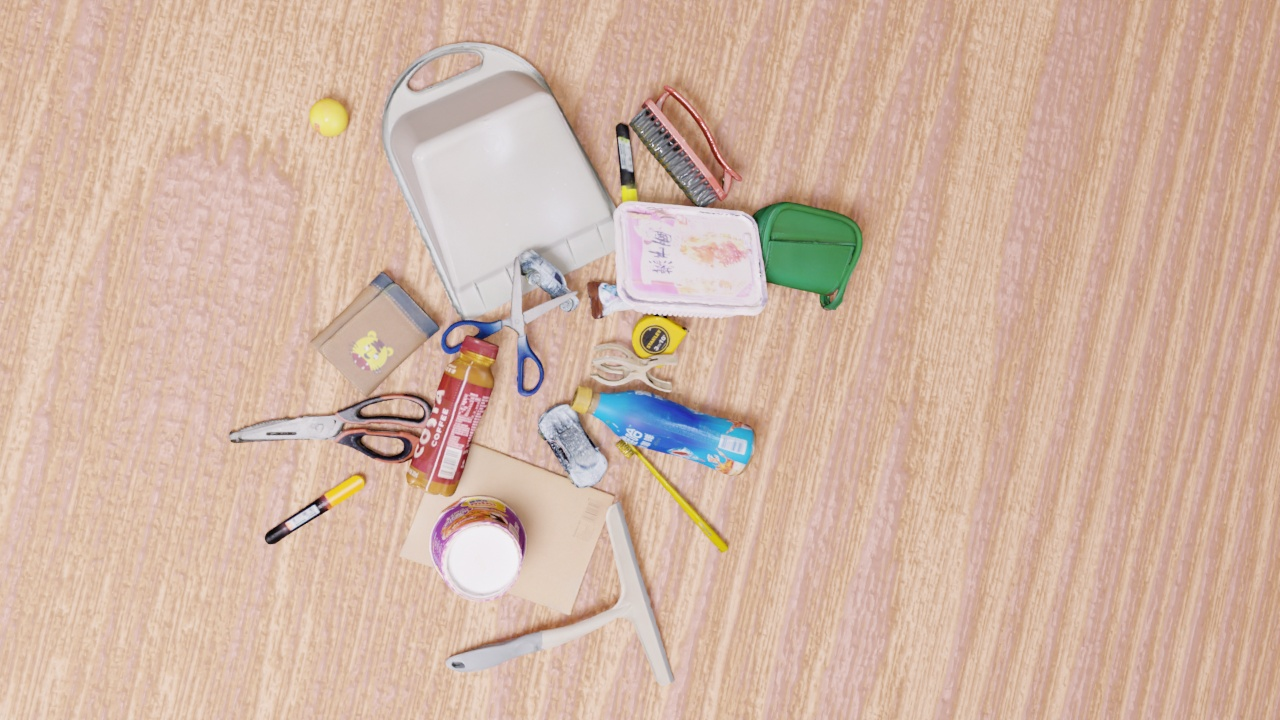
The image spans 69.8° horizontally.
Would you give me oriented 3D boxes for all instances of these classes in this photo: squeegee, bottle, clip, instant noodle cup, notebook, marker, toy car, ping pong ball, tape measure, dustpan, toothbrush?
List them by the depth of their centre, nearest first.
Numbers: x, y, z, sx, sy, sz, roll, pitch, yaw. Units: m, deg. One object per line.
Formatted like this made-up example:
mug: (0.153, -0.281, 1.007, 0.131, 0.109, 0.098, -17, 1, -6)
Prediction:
ping pong ball: (-0.338, -0.264, 0.996, 0.040, 0.040, 0.040, 0, 91, -13)
instant noodle cup: (-0.176, 0.211, 1.002, 0.111, 0.099, 0.111, 0, 91, -11)
bottle: (-0.203, 0.060, 1.010, 0.057, 0.057, 0.175, 20, 90, -12)
marker: (-0.360, 0.165, 1.015, 0.123, 0.015, 0.018, -33, 96, -7)
toy car: (-0.104, -0.090, 1.039, 0.034, 0.043, 0.090, -50, 120, -2)
squeegee: (-0.104, 0.314, 1.051, 0.246, 0.039, 0.246, -17, 105, -6)
dustpan: (-0.170, -0.221, 1.051, 0.222, 0.142, 0.258, -27, 126, -11)
instant noodle cup: (0.051, -0.106, 1.056, 0.173, 0.060, 0.137, 2, 64, -12)
notebook: (-0.151, 0.191, 1.063, 0.211, 0.012, 0.149, 22, 86, -12)
toy car: (-0.077, 0.100, 1.064, 0.048, 0.031, 0.105, -35, 99, -18)
clip: (-0.008, 0.009, 1.068, 0.100, 0.034, 0.076, 7, 124, -5)
bottle: (0.025, 0.076, 1.072, 0.218, 0.065, 0.065, 18, 87, -12)
marker: (-0.016, -0.219, 1.083, 0.018, 0.015, 0.124, -6, 90, -7)
tape measure: (0.018, -0.027, 1.084, 0.057, 0.029, 0.060, 32, 104, -10)
toothbrush: (0.038, 0.163, 1.102, 0.016, 0.016, 0.190, -43, 100, -4)

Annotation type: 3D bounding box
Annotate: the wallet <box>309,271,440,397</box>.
wallet: (-0.294, -0.029, 1.018, 0.115, 0.033, 0.090, -44, 100, -5)

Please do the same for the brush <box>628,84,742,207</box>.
brush: (0.055, -0.247, 1.072, 0.069, 0.063, 0.146, -40, 100, 4)

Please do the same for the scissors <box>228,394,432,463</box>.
scissors: (-0.339, 0.089, 1.017, 0.210, 0.015, 0.177, -39, 99, -9)

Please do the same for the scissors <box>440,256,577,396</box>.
scissors: (-0.144, -0.032, 1.030, 0.176, 0.012, 0.162, -16, 114, 10)

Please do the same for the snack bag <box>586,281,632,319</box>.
snack bag: (-0.010, -0.076, 1.080, 0.105, 0.026, 0.045, -8, 94, -11)

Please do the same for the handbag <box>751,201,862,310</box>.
handbag: (0.192, -0.128, 1.107, 0.131, 0.068, 0.120, 12, 96, -14)
